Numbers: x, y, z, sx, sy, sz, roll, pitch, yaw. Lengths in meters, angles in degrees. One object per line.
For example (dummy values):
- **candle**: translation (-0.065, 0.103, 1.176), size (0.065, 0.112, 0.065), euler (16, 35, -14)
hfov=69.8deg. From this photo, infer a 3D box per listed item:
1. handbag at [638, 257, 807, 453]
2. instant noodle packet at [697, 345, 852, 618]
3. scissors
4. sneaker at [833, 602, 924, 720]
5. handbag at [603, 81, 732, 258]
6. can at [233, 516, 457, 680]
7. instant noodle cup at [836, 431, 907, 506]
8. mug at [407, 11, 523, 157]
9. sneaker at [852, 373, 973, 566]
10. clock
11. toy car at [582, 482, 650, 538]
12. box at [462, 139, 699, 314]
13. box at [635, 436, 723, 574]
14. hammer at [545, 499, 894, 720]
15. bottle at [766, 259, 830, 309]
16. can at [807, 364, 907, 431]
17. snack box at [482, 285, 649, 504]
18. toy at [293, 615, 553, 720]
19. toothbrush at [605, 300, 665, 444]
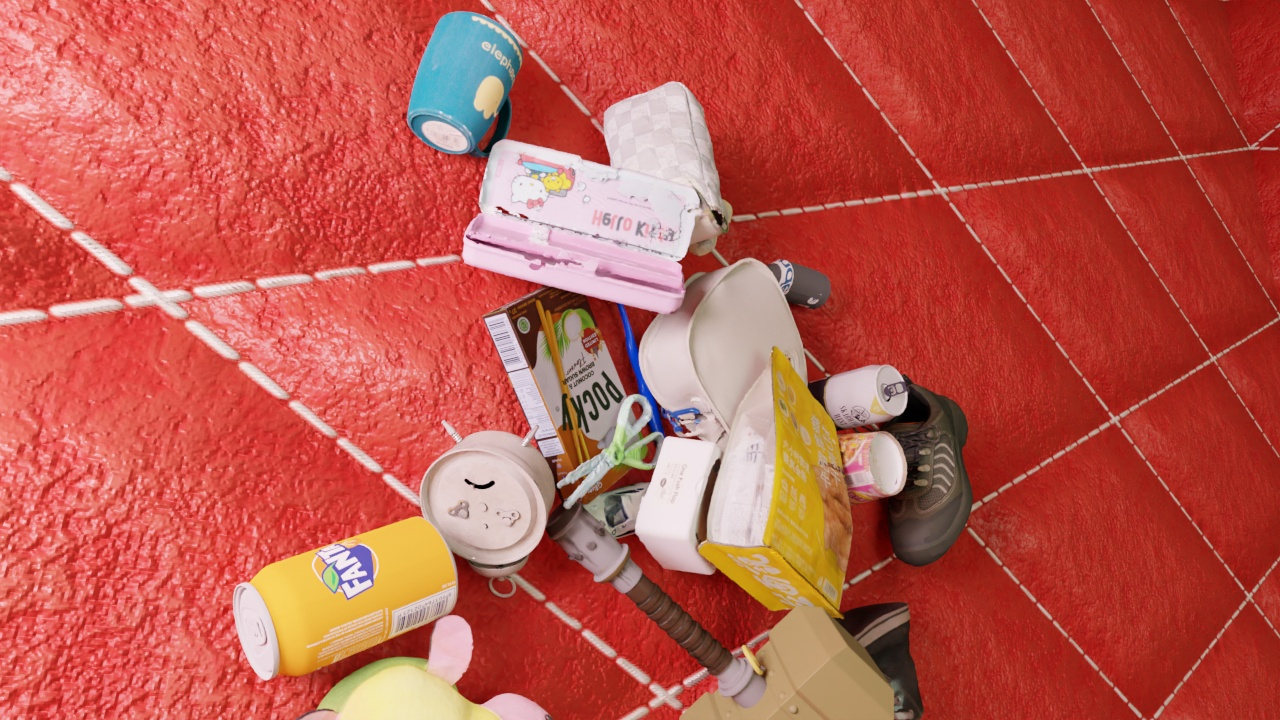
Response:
- **handbag**: translation (0.097, 0.010, 0.958), size (0.199, 0.093, 0.200), euler (57, 48, -18)
- **instant noodle packet**: translation (0.146, 0.118, 0.899), size (0.163, 0.084, 0.221), euler (45, 48, -39)
- **scissors**: translation (-0.022, 0.092, 0.815), size (0.175, 0.033, 0.078), euler (-37, 112, -52)
- **sneaker**: translation (0.214, 0.340, 0.964), size (0.234, 0.095, 0.120), euler (-3, 80, -48)
- **handbag**: translation (0.030, -0.191, 0.949), size (0.123, 0.113, 0.171), euler (28, 49, -61)
- **can**: translation (-0.208, 0.169, 0.662), size (0.142, 0.079, 0.079), euler (-14, 87, -41)
- **instant noodle cup**: translation (0.233, 0.122, 1.026), size (0.097, 0.109, 0.097), euler (12, 70, -38)
- **mug**: translation (-0.155, -0.237, 0.834), size (0.112, 0.085, 0.104), euler (50, 52, -55)
- **sneaker**: translation (0.331, 0.118, 1.113), size (0.143, 0.101, 0.237), euler (39, 51, -30)
- **clock**: translation (-0.118, 0.125, 0.751), size (0.061, 0.103, 0.157), euler (-62, 152, -65)
- **toy car**: translation (-0.020, 0.144, 0.859), size (0.105, 0.033, 0.048), euler (-9, 85, -40)
- **box**: translation (-0.053, -0.114, 0.841), size (0.201, 0.073, 0.149), euler (14, 54, -7)
- **box**: translation (0.056, 0.141, 0.865), size (0.102, 0.076, 0.107), euler (59, 45, -47)
- **hammer**: translation (0.042, 0.240, 0.801), size (0.190, 0.100, 0.325), euler (-45, 102, 4)
- **bottle**: translation (0.177, -0.092, 1.084), size (0.112, 0.047, 0.047), euler (12, 70, -37)
- **can**: translation (0.245, 0.044, 1.046), size (0.064, 0.128, 0.064), euler (13, 69, -37)
- **snack box**: translation (-0.064, 0.026, 0.835), size (0.100, 0.032, 0.186), euler (-34, 106, -49)
- **toy**: translation (-0.157, 0.287, 0.666), size (0.237, 0.088, 0.190), euler (8, 67, -41)
- **toothbrush**: translation (-0.005, 0.005, 0.926), size (0.016, 0.018, 0.182), euler (-19, 93, -46)
